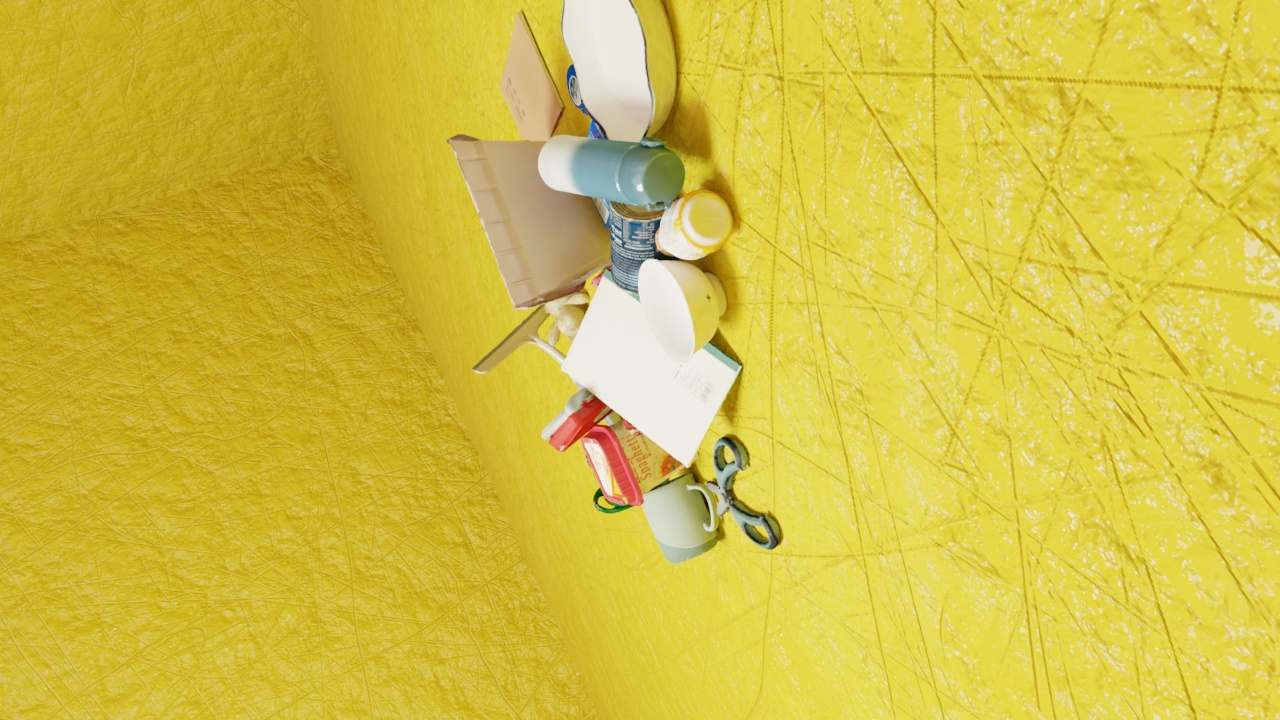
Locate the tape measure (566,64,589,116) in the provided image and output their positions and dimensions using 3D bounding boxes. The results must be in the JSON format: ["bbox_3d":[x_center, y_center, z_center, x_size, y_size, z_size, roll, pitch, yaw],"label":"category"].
[{"bbox_3d":[-0.067,-0.329,1.096,0.054,0.025,0.058,59,155,30],"label":"tape measure"}]

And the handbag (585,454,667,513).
[{"bbox_3d":[-0.022,0.157,1.357,0.068,0.120,0.131,48,153,36],"label":"handbag"}]

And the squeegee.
[{"bbox_3d":[-0.108,0.027,1.474,0.246,0.245,0.039,45,133,-5],"label":"squeegee"}]

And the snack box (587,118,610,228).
[{"bbox_3d":[-0.037,-0.236,1.111,0.084,0.026,0.157,63,160,15],"label":"snack box"}]

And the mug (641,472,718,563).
[{"bbox_3d":[0.064,0.214,1.264,0.112,0.082,0.106,-29,82,40],"label":"mug"}]

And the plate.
[{"bbox_3d":[-0.023,-0.324,0.951,0.204,0.045,0.205,55,158,35],"label":"plate"}]

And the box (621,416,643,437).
[{"bbox_3d":[-0.007,0.007,1.157,0.079,0.091,0.168,-20,93,31],"label":"box"}]

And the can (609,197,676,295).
[{"bbox_3d":[0.003,-0.139,1.036,0.075,0.075,0.111,53,156,37],"label":"can"}]

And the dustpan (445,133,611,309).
[{"bbox_3d":[-0.145,-0.175,1.207,0.139,0.272,0.222,-19,90,46],"label":"dustpan"}]

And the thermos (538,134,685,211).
[{"bbox_3d":[-0.032,-0.202,0.964,0.221,0.070,0.070,24,133,55],"label":"thermos"}]

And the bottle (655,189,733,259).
[{"bbox_3d":[0.049,-0.133,0.934,0.063,0.063,0.108,69,161,-3],"label":"bottle"}]

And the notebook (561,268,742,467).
[{"bbox_3d":[0.008,0.008,1.081,0.209,0.012,0.151,38,119,23],"label":"notebook"}]

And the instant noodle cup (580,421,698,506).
[{"bbox_3d":[0.001,0.123,1.244,0.116,0.124,0.117,66,162,-6],"label":"instant noodle cup"}]

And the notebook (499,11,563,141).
[{"bbox_3d":[-0.160,-0.380,1.318,0.148,0.008,0.208,66,161,5],"label":"notebook"}]

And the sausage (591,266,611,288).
[{"bbox_3d":[-0.043,-0.117,1.269,0.020,0.020,0.156,69,161,-2],"label":"sausage"}]

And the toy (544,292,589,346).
[{"bbox_3d":[-0.100,-0.057,1.439,0.157,0.066,0.105,52,124,29],"label":"toy"}]

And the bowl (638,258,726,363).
[{"bbox_3d":[0.053,-0.063,0.995,0.118,0.064,0.118,50,152,39],"label":"bowl"}]

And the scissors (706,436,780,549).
[{"bbox_3d":[0.126,0.179,1.137,0.177,0.019,0.174,57,157,27],"label":"scissors"}]

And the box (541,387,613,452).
[{"bbox_3d":[-0.053,0.045,1.206,0.048,0.200,0.087,44,128,7],"label":"box"}]
